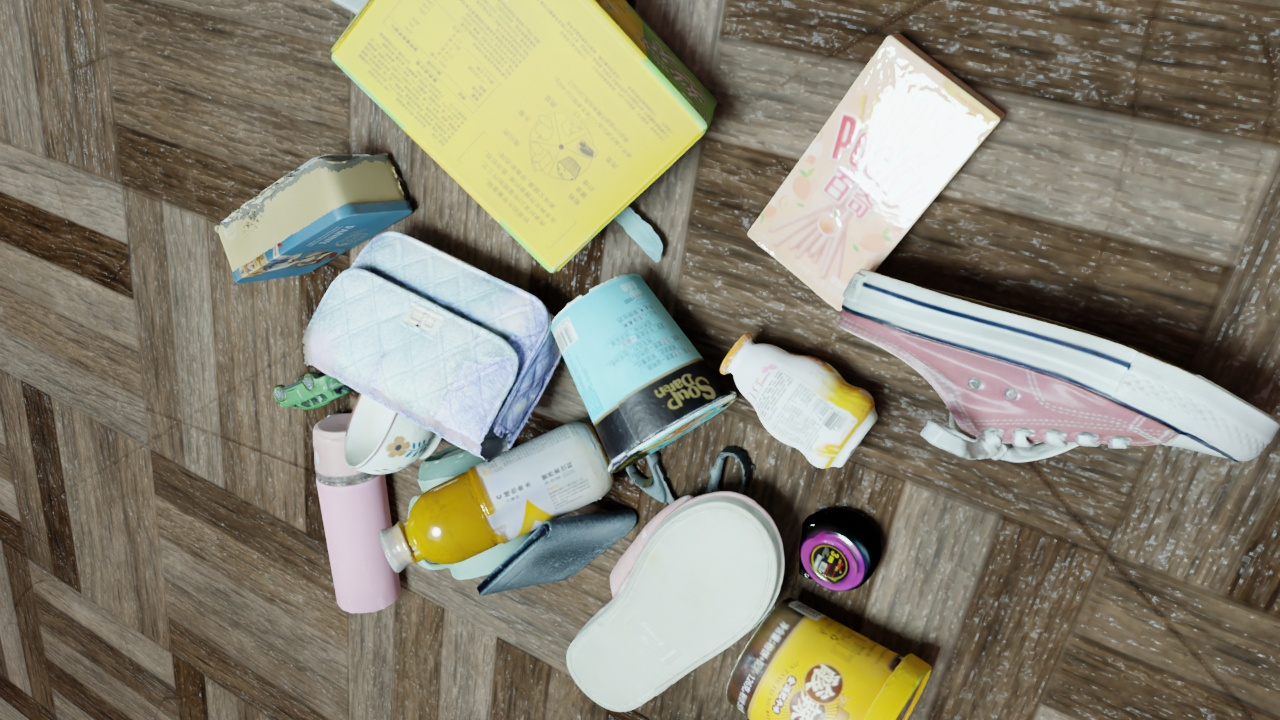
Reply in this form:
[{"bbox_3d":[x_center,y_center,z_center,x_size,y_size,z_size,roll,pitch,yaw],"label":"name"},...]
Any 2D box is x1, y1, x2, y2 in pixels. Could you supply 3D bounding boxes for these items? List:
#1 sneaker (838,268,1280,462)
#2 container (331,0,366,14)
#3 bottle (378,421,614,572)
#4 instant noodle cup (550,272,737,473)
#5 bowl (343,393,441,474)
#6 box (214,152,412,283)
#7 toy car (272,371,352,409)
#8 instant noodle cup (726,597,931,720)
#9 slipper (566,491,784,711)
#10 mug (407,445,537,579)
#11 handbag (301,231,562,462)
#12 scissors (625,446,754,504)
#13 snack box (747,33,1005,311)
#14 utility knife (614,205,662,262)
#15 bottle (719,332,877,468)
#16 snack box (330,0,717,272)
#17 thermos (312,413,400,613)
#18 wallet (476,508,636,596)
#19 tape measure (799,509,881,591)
[{"bbox_3d":[0.227,0.019,0.538,0.241,0.118,0.088,21,102,22],"label":"sneaker"},{"bbox_3d":[-0.182,-0.316,0.666,0.090,0.090,0.114,32,118,16],"label":"container"},{"bbox_3d":[-0.116,0.114,0.742,0.189,0.068,0.068,-24,97,-9],"label":"bottle"},{"bbox_3d":[-0.004,0.004,0.680,0.111,0.111,0.120,-37,79,35],"label":"instant noodle cup"},{"bbox_3d":[-0.214,0.053,0.829,0.062,0.113,0.114,25,132,-31],"label":"bowl"},{"bbox_3d":[-0.282,-0.125,0.797,0.185,0.089,0.060,-17,93,36],"label":"box"},{"bbox_3d":[-0.323,0.028,0.908,0.091,0.043,0.036,-13,102,34],"label":"toy car"},{"bbox_3d":[0.136,0.246,0.681,0.114,0.118,0.119,30,121,27],"label":"instant noodle cup"},{"bbox_3d":[0.027,0.198,0.751,0.114,0.054,0.275,40,125,8],"label":"slipper"},{"bbox_3d":[-0.155,0.132,0.807,0.082,0.111,0.106,-8,103,55],"label":"mug"},{"bbox_3d":[-0.168,-0.017,0.745,0.194,0.075,0.134,24,81,20],"label":"handbag"},{"bbox_3d":[0.043,0.131,0.752,0.160,0.014,0.181,-35,91,38],"label":"scissors"},{"bbox_3d":[0.144,-0.116,0.585,0.084,0.026,0.158,42,124,10],"label":"snack box"},{"bbox_3d":[-0.055,-0.156,0.695,0.216,0.013,0.029,49,123,8],"label":"utility knife"},{"bbox_3d":[0.108,0.025,0.638,0.108,0.063,0.063,36,123,13],"label":"bottle"},{"bbox_3d":[-0.075,-0.187,0.616,0.210,0.069,0.158,44,118,-13],"label":"snack box"},{"bbox_3d":[-0.290,0.149,0.927,0.087,0.067,0.199,26,125,54],"label":"thermos"},{"bbox_3d":[-0.072,0.163,0.780,0.121,0.097,0.019,-46,58,34],"label":"wallet"},{"bbox_3d":[0.147,0.138,0.674,0.058,0.039,0.057,11,114,32],"label":"tape measure"}]
